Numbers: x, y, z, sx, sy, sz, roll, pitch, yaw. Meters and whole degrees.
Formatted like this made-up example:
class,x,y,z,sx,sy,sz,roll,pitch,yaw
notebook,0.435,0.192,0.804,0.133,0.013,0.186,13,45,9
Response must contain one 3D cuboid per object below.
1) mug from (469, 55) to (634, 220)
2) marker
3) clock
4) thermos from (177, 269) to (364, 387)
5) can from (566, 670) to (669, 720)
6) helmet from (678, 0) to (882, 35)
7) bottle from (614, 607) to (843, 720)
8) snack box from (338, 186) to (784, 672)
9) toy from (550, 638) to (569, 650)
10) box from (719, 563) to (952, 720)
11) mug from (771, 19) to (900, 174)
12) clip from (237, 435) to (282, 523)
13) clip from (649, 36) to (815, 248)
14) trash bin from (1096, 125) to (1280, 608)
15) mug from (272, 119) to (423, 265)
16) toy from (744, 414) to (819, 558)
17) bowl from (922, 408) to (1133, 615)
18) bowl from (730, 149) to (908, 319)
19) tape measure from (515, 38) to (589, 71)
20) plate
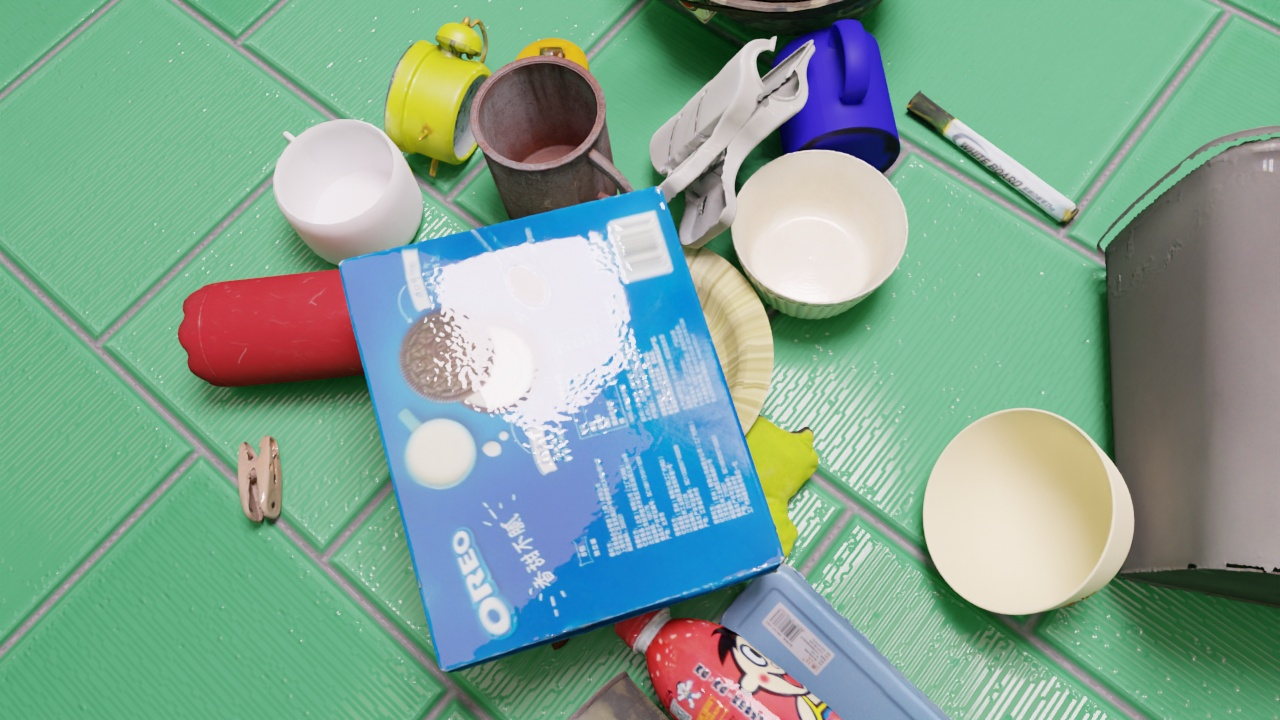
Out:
class,x,y,z,sx,sy,sz,roll,pitch,yaw
mug,-0.051,-0.136,0.643,0.123,0.110,0.096,38,81,16
marker,0.255,-0.149,0.670,0.017,0.017,0.146,-43,72,-12
clock,-0.145,-0.202,0.688,0.057,0.083,0.119,20,75,6
thermos,-0.184,-0.027,0.617,0.240,0.073,0.073,-5,69,10
can,-0.017,0.231,0.508,0.089,0.090,0.074,-43,72,-12
helmet,0.088,-0.333,0.636,0.224,0.236,0.193,38,100,6
bottle,0.045,0.186,0.525,0.137,0.062,0.062,35,75,24
snack box,-0.047,0.034,0.532,0.195,0.056,0.238,-15,79,-11
toy,-0.086,0.137,0.581,0.090,0.070,0.103,-13,91,13
box,0.138,0.211,0.544,0.210,0.052,0.067,43,100,20
mug,0.138,-0.184,0.642,0.079,0.111,0.083,-4,69,-2
clip,-0.255,0.079,0.623,0.061,0.026,0.049,38,72,24
clip,0.045,-0.151,0.620,0.089,0.126,0.150,40,60,-11
trash bin,0.373,0.022,0.510,0.197,0.197,0.219,10,76,6
mug,-0.218,-0.126,0.672,0.115,0.068,0.094,39,77,17
toy,0.073,0.083,0.588,0.094,0.036,0.093,-18,74,5
bowl,0.240,0.094,0.543,0.074,0.118,0.117,19,65,-34
bowl,0.119,-0.078,0.629,0.115,0.062,0.115,-2,69,4
tape measure,-0.068,-0.223,0.717,0.068,0.030,0.058,0,71,4
plate,-0.004,0.004,0.620,0.184,0.036,0.184,-3,67,7
